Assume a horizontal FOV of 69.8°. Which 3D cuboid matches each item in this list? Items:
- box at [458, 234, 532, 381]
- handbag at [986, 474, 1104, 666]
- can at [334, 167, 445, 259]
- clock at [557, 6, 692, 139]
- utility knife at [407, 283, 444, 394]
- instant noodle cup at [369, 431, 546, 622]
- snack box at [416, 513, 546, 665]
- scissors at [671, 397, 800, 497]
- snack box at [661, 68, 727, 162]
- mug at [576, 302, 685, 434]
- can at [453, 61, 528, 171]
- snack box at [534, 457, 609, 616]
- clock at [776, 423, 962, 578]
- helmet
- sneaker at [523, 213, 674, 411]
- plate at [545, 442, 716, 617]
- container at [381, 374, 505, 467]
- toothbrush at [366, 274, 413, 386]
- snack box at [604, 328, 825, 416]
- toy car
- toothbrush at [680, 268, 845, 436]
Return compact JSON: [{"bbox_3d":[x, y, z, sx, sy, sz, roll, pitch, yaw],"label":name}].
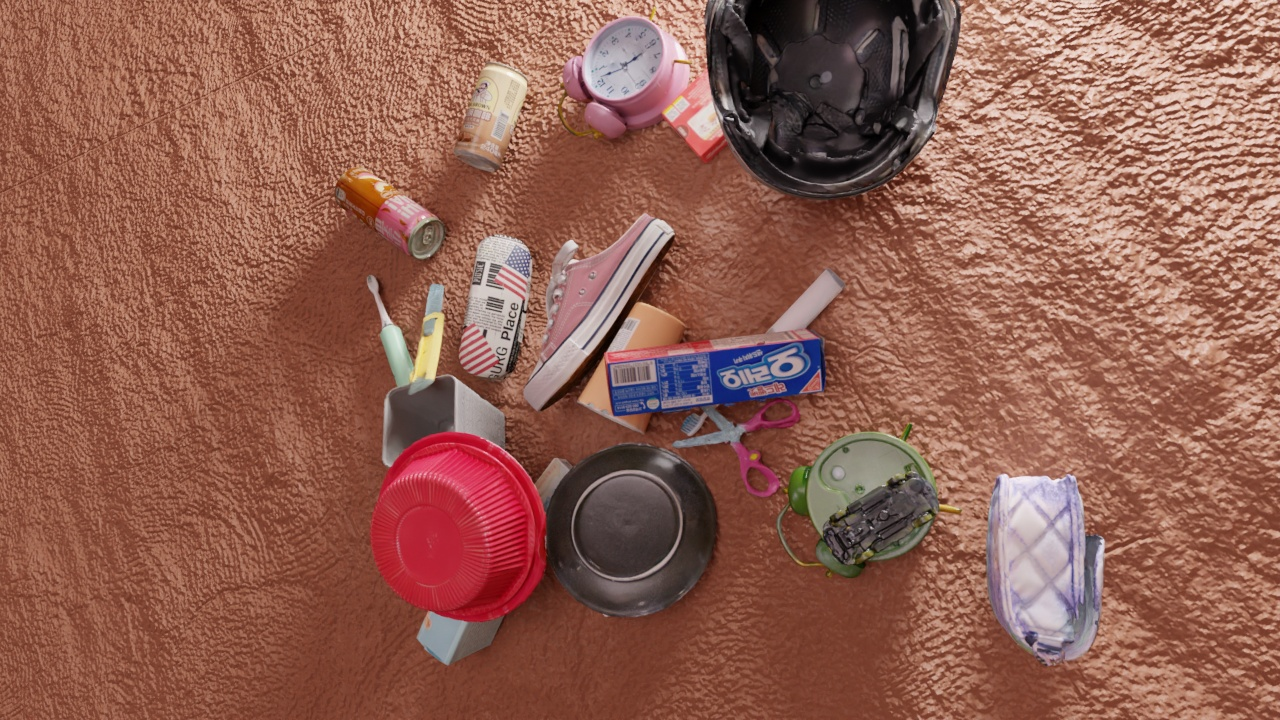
[{"bbox_3d":[-0.162,-0.060,1.025,0.075,0.083,0.163,8,80,17],"label":"box"},{"bbox_3d":[0.316,0.161,0.726,0.076,0.193,0.134,0,80,19],"label":"handbag"},{"bbox_3d":[-0.307,-0.181,1.120,0.147,0.058,0.058,34,94,24],"label":"can"},{"bbox_3d":[-0.024,-0.313,1.028,0.159,0.059,0.117,-35,68,15],"label":"clock"},{"bbox_3d":[-0.234,-0.029,1.023,0.031,0.022,0.220,-11,30,1],"label":"utility knife"},{"bbox_3d":[-0.187,0.168,0.884,0.194,0.065,0.194,2,95,19],"label":"instant noodle cup"},{"bbox_3d":[-0.165,0.227,0.958,0.051,0.074,0.175,31,104,24],"label":"snack box"},{"bbox_3d":[0.100,0.071,0.916,0.130,0.017,0.133,-44,82,4],"label":"scissors"},{"bbox_3d":[0.102,-0.292,0.991,0.153,0.025,0.075,-42,69,10],"label":"snack box"},{"bbox_3d":[-0.006,0.006,0.955,0.078,0.078,0.122,23,85,24],"label":"mug"},{"bbox_3d":[-0.177,-0.287,1.086,0.058,0.058,0.116,17,87,24],"label":"can"},{"bbox_3d":[-0.058,0.184,0.966,0.157,0.027,0.085,41,97,23],"label":"snack box"},{"bbox_3d":[0.201,0.135,0.853,0.161,0.056,0.116,-30,70,14],"label":"clock"},{"bbox_3d":[0.176,-0.280,0.882,0.230,0.157,0.274,0,86,4],"label":"helmet"},{"bbox_3d":[-0.061,-0.060,0.972,0.088,0.118,0.241,34,88,6],"label":"sneaker"},{"bbox_3d":[-0.013,0.166,0.925,0.179,0.024,0.179,-4,67,8],"label":"plate"},{"bbox_3d":[-0.207,0.082,0.993,0.090,0.114,0.090,-13,64,19],"label":"container"},{"bbox_3d":[-0.291,-0.008,1.098,0.026,0.027,0.224,-18,70,-19],"label":"toothbrush"},{"bbox_3d":[0.071,0.011,0.883,0.207,0.058,0.057,-7,102,-2],"label":"snack box"},{"bbox_3d":[0.210,0.139,0.801,0.105,0.032,0.048,-33,70,2],"label":"toy car"},{"bbox_3d":[0.121,-0.004,0.929,0.221,0.026,0.026,-47,28,8],"label":"toothbrush"}]
